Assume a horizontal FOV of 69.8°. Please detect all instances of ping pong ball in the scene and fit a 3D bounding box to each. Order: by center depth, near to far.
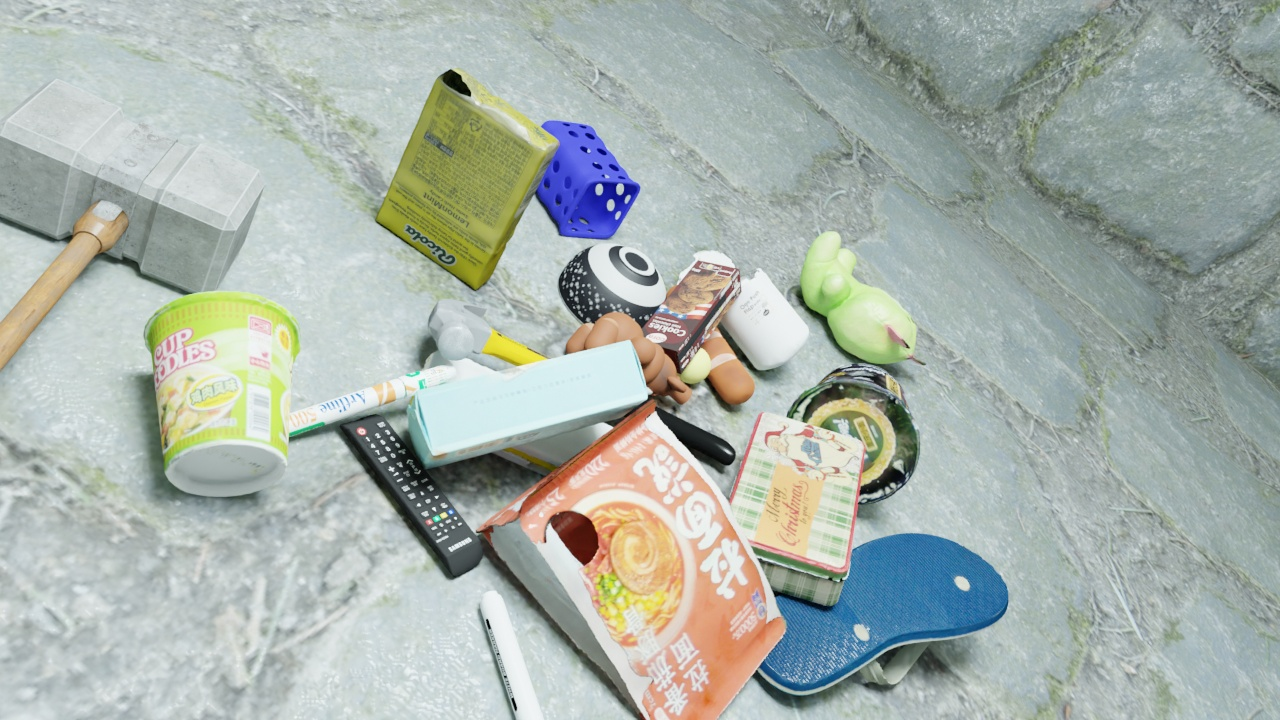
[{"bbox_3d":[0.054,0.004,0.964,0.040,0.040,0.040,24,36,-19],"label":"ping pong ball"}]

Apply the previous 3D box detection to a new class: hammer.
[{"bbox_3d":[-0.380,-0.052,0.597,0.162,0.083,0.316,24,36,-19],"label":"hammer"},{"bbox_3d":[-0.045,0.025,0.833,0.323,0.029,0.127,26,9,-26],"label":"hammer"}]

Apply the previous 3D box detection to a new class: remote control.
[{"bbox_3d":[-0.169,0.095,0.674,0.147,0.015,0.033,48,35,16],"label":"remote control"}]

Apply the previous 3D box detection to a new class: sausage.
[{"bbox_3d":[0.074,-0.018,1.006,0.039,0.044,0.164,-22,58,-13],"label":"sausage"}]

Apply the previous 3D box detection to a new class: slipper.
[{"bbox_3d":[0.205,0.228,0.821,0.294,0.060,0.118,-11,50,-32],"label":"slipper"}]

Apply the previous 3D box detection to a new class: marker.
[{"bbox_3d":[-0.081,0.212,0.609,0.017,0.020,0.133,15,38,-45],"label":"marker"},{"bbox_3d":[-0.205,0.029,0.688,0.145,0.017,0.017,-21,63,-36],"label":"marker"}]

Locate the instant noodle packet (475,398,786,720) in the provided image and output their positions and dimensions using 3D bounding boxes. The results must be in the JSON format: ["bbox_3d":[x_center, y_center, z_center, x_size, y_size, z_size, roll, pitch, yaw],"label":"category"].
[{"bbox_3d":[0.008,0.165,0.701,0.163,0.084,0.221,-35,89,-44],"label":"instant noodle packet"}]

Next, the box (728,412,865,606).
[{"bbox_3d":[0.143,0.129,0.850,0.118,0.051,0.204,14,33,13],"label":"box"}]

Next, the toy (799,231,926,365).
[{"bbox_3d":[0.288,-0.068,1.221,0.150,0.107,0.196,22,39,-62],"label":"toy"}]

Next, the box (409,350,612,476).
[{"bbox_3d":[-0.090,0.058,0.773,0.209,0.037,0.064,27,38,-16],"label":"box"}]

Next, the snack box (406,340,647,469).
[{"bbox_3d":[-0.087,0.034,0.704,0.174,0.075,0.053,-13,79,-20],"label":"snack box"}]

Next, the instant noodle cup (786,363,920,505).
[{"bbox_3d":[0.229,0.069,0.978,0.137,0.137,0.112,39,25,4],"label":"instant noodle cup"}]

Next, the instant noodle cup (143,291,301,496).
[{"bbox_3d":[-0.272,0.026,0.601,0.098,0.099,0.107,9,50,-35],"label":"instant noodle cup"}]

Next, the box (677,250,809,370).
[{"bbox_3d":[0.115,-0.065,1.071,0.156,0.084,0.126,51,-3,-8],"label":"box"}]

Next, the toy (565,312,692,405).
[{"bbox_3d":[-0.005,0.005,0.897,0.127,0.065,0.095,41,-11,-22],"label":"toy"}]

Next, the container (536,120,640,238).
[{"bbox_3d":[-0.073,-0.212,1.072,0.085,0.085,0.113,-4,50,-43],"label":"container"}]

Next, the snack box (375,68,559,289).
[{"bbox_3d":[-0.160,-0.167,0.849,0.121,0.181,0.045,34,38,-3],"label":"snack box"}]

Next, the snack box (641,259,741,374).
[{"bbox_3d":[0.052,-0.048,0.966,0.051,0.032,0.140,16,49,28],"label":"snack box"}]

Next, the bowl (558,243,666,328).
[{"bbox_3d":[-0.020,-0.082,0.978,0.120,0.067,0.120,24,36,-19],"label":"bowl"}]
